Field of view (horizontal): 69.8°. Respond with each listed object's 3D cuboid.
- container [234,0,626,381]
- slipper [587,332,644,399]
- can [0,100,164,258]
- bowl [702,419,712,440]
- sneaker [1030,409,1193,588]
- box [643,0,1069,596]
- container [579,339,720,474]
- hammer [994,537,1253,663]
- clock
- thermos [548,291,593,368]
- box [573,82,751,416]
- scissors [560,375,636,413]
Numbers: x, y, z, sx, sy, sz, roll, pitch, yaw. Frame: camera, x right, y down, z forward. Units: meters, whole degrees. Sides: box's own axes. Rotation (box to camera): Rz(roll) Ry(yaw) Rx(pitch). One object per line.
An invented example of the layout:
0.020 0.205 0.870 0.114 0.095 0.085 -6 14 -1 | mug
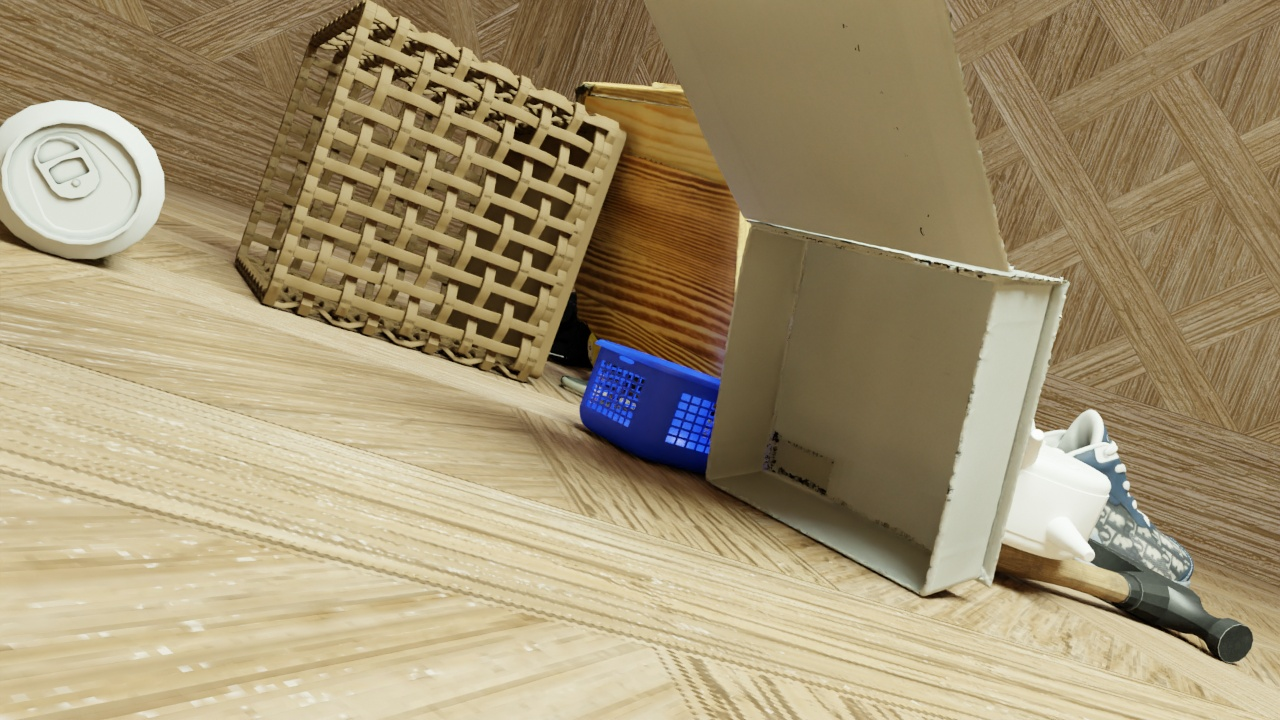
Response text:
-0.188 -0.136 0.777 0.214 0.219 0.252 19 3 -30 | container
-0.006 0.006 0.949 0.081 0.092 0.191 -11 20 -31 | slipper
-0.342 -0.112 0.561 0.087 0.088 0.140 18 3 -31 | can
0.085 0.046 0.830 0.117 0.061 0.117 19 2 -1 | bowl
0.379 0.112 0.791 0.269 0.132 0.103 25 2 -12 | sneaker
0.096 -0.116 0.423 0.118 0.479 0.166 -28 31 -31 | box
0.022 0.034 0.596 0.114 0.058 0.096 18 3 -39 | container
0.243 0.128 0.619 0.305 0.040 0.132 19 6 -15 | hammer
0.241 0.071 0.608 0.125 0.073 0.160 23 9 16 | clock
-0.067 -0.035 1.113 0.086 0.086 0.198 21 2 15 | thermos
0.061 -0.097 0.765 0.167 0.245 0.279 -1 19 -30 | box
-0.030 0.033 0.771 0.154 0.012 0.163 21 4 35 | scissors
